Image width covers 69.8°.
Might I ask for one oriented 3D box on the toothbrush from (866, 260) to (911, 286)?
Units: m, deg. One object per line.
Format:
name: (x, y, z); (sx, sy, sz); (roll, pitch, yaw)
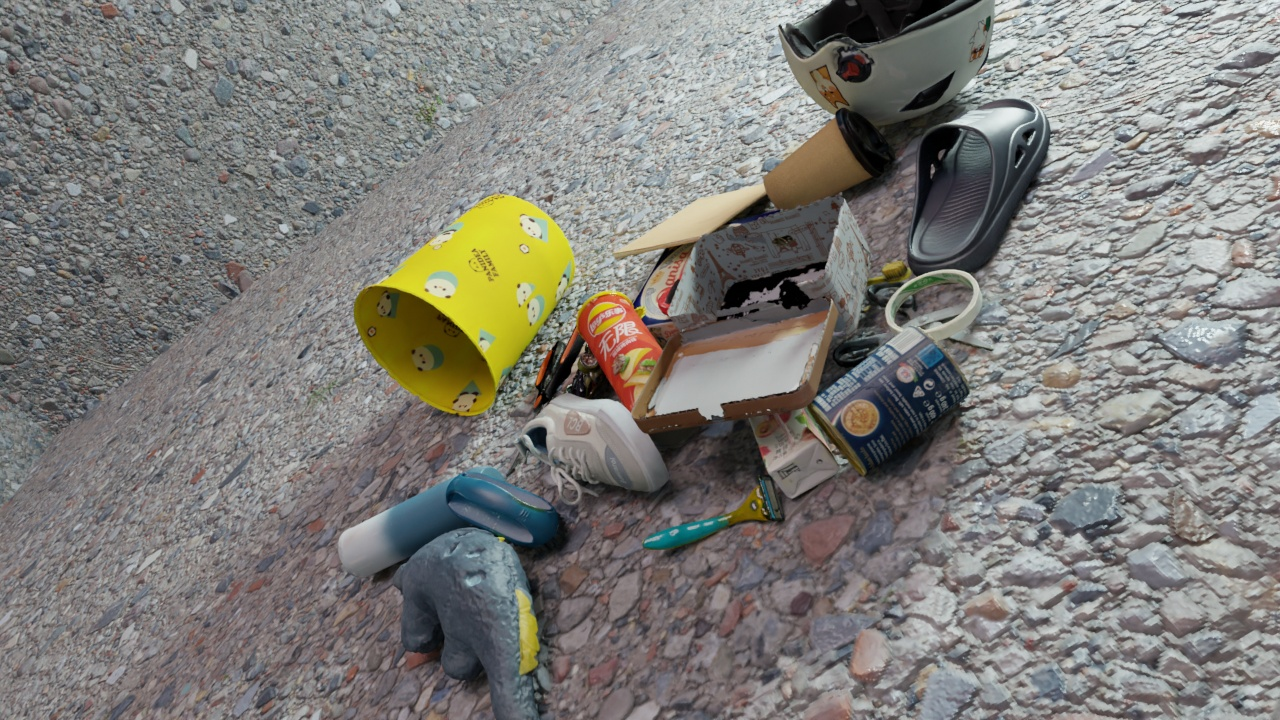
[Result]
toothbrush: (0.198, -0.076, 0.953); (0.191, 0.016, 0.015); (-11, 36, 52)

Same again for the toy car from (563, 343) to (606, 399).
toy car: (-0.054, -0.005, 1.128); (0.070, 0.042, 0.157); (118, 172, -45)

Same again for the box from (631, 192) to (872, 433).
box: (0.108, -0.032, 0.868); (0.177, 0.082, 0.259); (-13, 38, 34)

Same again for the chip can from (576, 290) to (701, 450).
chip can: (-0.006, 0.006, 0.997); (0.073, 0.073, 0.216); (-37, 40, 4)

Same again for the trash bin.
trash bin: (-0.234, -0.090, 1.305); (0.230, 0.229, 0.254); (-9, 35, 43)

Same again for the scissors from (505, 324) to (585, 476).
scissors: (-0.118, 0.043, 1.158); (0.224, 0.021, 0.204); (-60, 16, -4)

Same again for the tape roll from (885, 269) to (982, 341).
tape roll: (0.267, -0.050, 0.838); (0.086, 0.014, 0.085); (-24, 34, 17)

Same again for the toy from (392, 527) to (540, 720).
toy: (-0.173, 0.235, 0.903); (0.357, 0.091, 0.138); (11, 84, 57)

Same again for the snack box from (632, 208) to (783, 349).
snack box: (0.079, -0.093, 1.109); (0.183, 0.046, 0.177); (-8, 42, 44)

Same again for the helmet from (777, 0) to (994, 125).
helmet: (0.308, -0.372, 1.125); (0.229, 0.157, 0.274); (-38, 36, -24)

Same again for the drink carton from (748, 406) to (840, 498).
drink carton: (0.131, 0.063, 0.824); (0.053, 0.045, 0.122); (-34, 28, 12)

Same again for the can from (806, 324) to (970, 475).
can: (0.203, 0.032, 0.753); (0.111, 0.075, 0.075); (-38, 28, 2)

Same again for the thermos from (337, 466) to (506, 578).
thermos: (-0.254, 0.188, 1.079); (0.221, 0.070, 0.070); (-27, 31, 20)

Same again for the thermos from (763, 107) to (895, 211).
thermos: (0.224, -0.235, 1.109); (0.144, 0.093, 0.092); (-32, 28, 32)

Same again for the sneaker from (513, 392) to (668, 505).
sneaker: (-0.062, 0.093, 0.956); (0.090, 0.089, 0.242); (-32, 21, -21)

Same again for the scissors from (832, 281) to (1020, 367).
scissors: (0.257, -0.035, 0.851); (0.159, 0.014, 0.181); (-37, 30, 3)

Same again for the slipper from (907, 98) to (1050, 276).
slipper: (0.332, -0.196, 0.924); (0.111, 0.083, 0.267); (-3, 46, 45)

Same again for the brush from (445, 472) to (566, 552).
brush: (-0.147, 0.152, 0.953); (0.144, 0.073, 0.055); (17, 67, 30)

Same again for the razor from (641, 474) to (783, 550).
razor: (0.061, 0.143, 0.809); (0.133, 0.028, 0.043); (-25, 62, 20)

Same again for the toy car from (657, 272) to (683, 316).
toy car: (0.065, -0.090, 1.043); (0.106, 0.031, 0.049); (-42, 31, -7)

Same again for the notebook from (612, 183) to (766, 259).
notebook: (0.080, -0.188, 1.212); (0.150, 0.012, 0.210); (-6, 23, 43)
